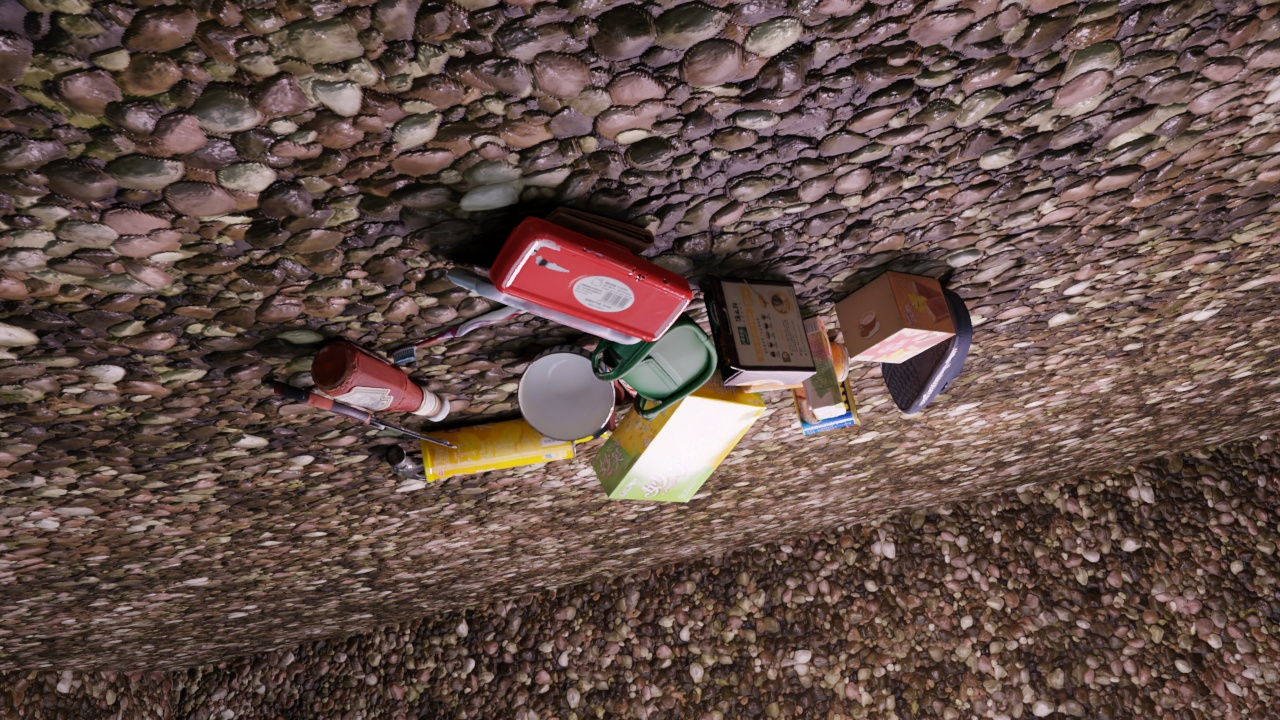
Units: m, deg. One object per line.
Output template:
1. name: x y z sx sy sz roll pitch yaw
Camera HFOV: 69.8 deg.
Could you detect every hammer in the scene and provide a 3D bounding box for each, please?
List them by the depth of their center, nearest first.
1. hammer: -0.210 0.133 1.391 0.323 0.032 0.126 -11 160 -3

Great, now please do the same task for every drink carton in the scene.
1. drink carton: 0.225 0.010 1.170 0.045 0.122 0.053 -15 160 12

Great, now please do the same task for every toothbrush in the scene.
1. toothbrush: -0.192 -0.030 0.991 0.188 0.017 0.016 -19 159 20

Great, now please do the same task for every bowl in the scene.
1. bowl: -0.087 0.032 1.109 0.116 0.116 0.066 -15 -160 9

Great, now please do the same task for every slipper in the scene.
1. slipper: 0.401 -0.010 1.237 0.083 0.110 0.269 -11 156 -9

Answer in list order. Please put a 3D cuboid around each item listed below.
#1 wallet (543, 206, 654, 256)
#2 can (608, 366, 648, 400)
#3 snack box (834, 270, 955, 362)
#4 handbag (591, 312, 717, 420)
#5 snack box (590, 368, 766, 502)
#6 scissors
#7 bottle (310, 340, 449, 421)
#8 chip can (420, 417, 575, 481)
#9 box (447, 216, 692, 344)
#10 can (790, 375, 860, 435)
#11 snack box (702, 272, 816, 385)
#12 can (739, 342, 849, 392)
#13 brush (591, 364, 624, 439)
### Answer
1. wallet: -0.061 -0.105 0.866 0.115 0.020 0.101 12 150 -40
2. can: -0.007 0.007 1.135 0.053 0.053 0.133 -14 159 7
3. snack box: 0.309 -0.050 1.120 0.094 0.077 0.093 4 155 -34
4. handbag: 0.017 -0.002 1.025 0.120 0.068 0.131 -47 143 -1
5. snack box: 0.052 0.104 1.276 0.157 0.070 0.211 10 127 -40
6. scissors: -0.312 0.061 1.019 0.226 0.015 0.189 15 170 19
7. bottle: -0.286 0.032 1.045 0.060 0.059 0.206 -18 159 16
8. chip can: -0.202 0.120 1.306 0.213 0.072 0.072 -8 159 -9
9. box: -0.064 -0.062 0.865 0.201 0.074 0.155 17 152 -40
10. can: 0.265 0.052 1.331 0.083 0.102 0.057 -15 160 13
11. snack box: 0.125 -0.033 1.017 0.125 0.113 0.053 1 156 -29
12. can: 0.205 0.009 1.246 0.146 0.058 0.058 -5 159 -16
13. brush: -0.055 0.048 1.219 0.069 0.063 0.146 -39 163 -14
